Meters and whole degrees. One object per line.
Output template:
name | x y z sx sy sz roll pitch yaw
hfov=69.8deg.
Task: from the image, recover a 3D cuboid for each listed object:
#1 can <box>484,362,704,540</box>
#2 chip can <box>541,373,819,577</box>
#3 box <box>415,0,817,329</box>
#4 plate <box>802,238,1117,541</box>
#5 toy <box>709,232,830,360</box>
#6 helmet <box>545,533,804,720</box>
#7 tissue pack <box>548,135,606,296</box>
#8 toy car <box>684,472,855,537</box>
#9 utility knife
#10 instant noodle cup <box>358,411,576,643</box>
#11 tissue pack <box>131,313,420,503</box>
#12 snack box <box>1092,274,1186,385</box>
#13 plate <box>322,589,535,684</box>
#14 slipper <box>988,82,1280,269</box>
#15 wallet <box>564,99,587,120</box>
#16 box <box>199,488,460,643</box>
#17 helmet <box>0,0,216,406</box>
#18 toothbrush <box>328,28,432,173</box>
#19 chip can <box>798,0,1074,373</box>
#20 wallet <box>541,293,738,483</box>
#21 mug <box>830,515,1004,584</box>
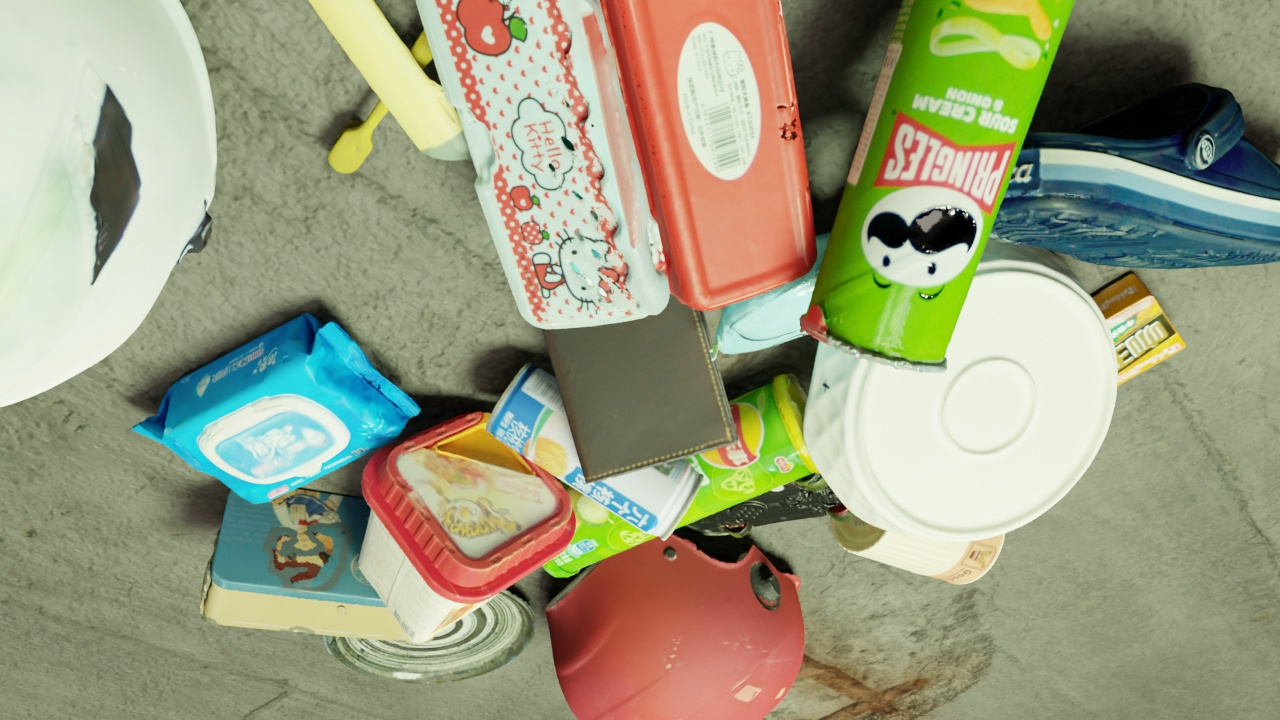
can | -0.029 0.058 0.584 0.134 0.053 0.053 32 128 2
chip can | 0.019 0.085 0.647 0.222 0.072 0.072 -25 133 16
box | -0.007 -0.112 0.408 0.161 0.058 0.201 -13 117 3
plate | 0.206 0.024 0.573 0.204 0.045 0.205 -3 107 -10
toy | 0.104 -0.050 0.520 0.156 0.050 0.162 -29 171 -17
helmet | 0.040 0.254 0.767 0.239 0.143 0.208 17 135 -30
tissue pack | 0.006 -0.083 0.490 0.133 0.050 0.093 -16 134 5
toy car | 0.097 0.098 0.692 0.156 0.041 0.071 -17 140 27
utility knife | -0.127 -0.155 0.404 0.031 0.018 0.167 -23 127 17
instant noodle cup | -0.124 0.115 0.608 0.116 0.116 0.124 -25 157 -46
tissue pack | -0.226 0.037 0.571 0.157 0.052 0.095 -25 133 15
snack box | 0.293 0.007 0.647 0.154 0.026 0.075 -37 130 25
plate | -0.181 0.230 0.795 0.179 0.024 0.180 -6 136 -6
slipper | 0.270 -0.100 0.494 0.252 0.105 0.095 1 94 -29
wallet | 0.007 -0.161 0.433 0.115 0.024 0.087 -18 130 7
box | -0.213 0.149 0.663 0.184 0.089 0.062 10 132 -23
helmet | -0.311 -0.070 0.383 0.259 0.145 0.229 -35 130 23
toothbrush | -0.092 -0.157 0.425 0.015 0.016 0.191 29 123 -32
chip can | 0.136 -0.115 0.400 0.072 0.072 0.236 9 108 -18
wallet | -0.003 0.003 0.544 0.096 0.122 0.020 -16 179 2
mug | 0.220 0.111 0.701 0.105 0.081 0.115 18 127 -23
